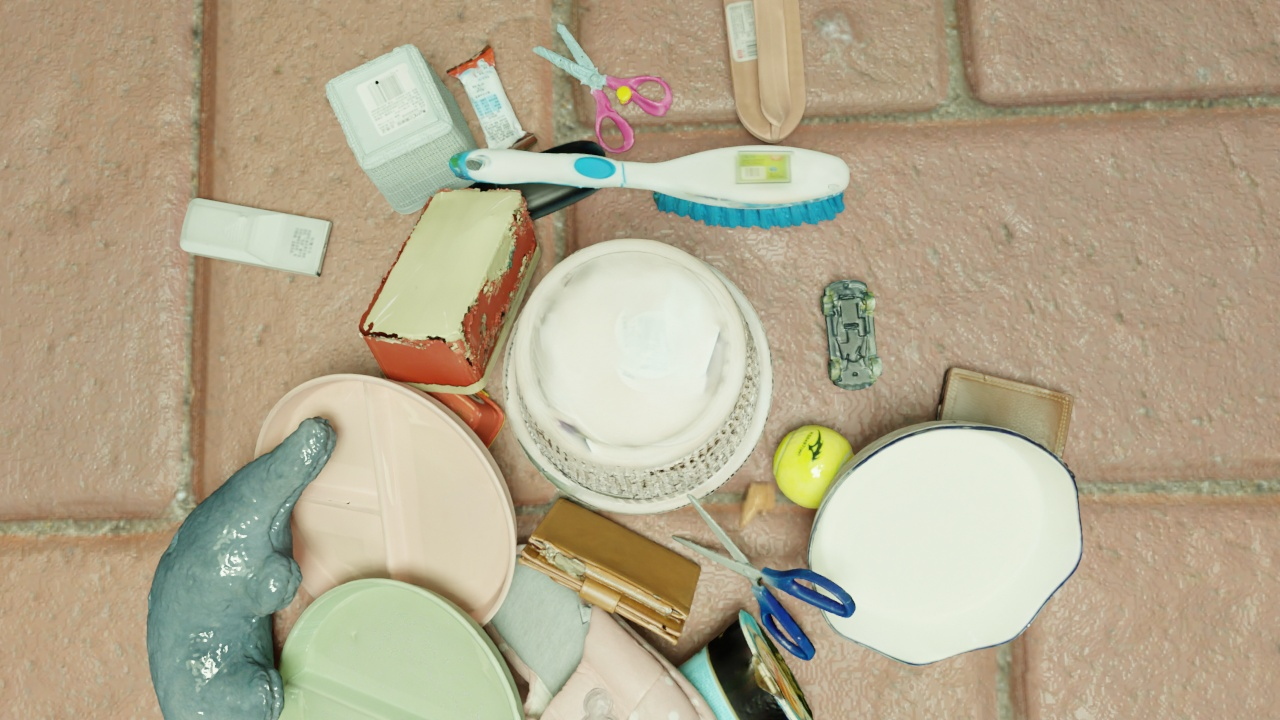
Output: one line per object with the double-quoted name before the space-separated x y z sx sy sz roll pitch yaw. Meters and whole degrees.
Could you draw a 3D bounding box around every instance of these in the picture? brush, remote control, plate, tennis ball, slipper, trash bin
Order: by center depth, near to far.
"slipper" -0.036 0.239 0.666 0.114 0.054 0.274 -50 58 6
"trash bin" -0.004 0.004 0.677 0.227 0.192 0.227 0 84 1
"plate" 0.223 0.133 0.690 0.205 0.045 0.205 -1 112 -3
"plate" -0.182 0.276 0.696 0.230 0.027 0.230 1 94 23
"plate" -0.194 0.115 0.702 0.230 0.028 0.230 7 111 19
"tennis ball" 0.137 0.084 0.725 0.065 0.065 0.065 0 84 2
"brush" 0.014 -0.144 0.733 0.314 0.109 0.060 0 86 2
"brush" 0.104 -0.253 0.761 0.063 0.073 0.145 -4 85 0
"remote control" -0.091 -0.147 0.778 0.136 0.024 0.053 -23 85 0
"remote control" -0.328 -0.106 0.782 0.125 0.024 0.049 10 84 2

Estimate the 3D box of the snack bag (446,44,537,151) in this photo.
"snack bag" -0.128 -0.219 0.787 0.048 0.026 0.104 -29 84 5

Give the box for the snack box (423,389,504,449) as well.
"snack box" -0.166 0.047 0.732 0.091 0.080 0.082 35 86 5

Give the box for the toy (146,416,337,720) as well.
"toy" -0.313 0.201 0.703 0.138 0.091 0.356 15 99 21

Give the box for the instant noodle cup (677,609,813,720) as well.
"instant noodle cup" 0.056 0.268 0.693 0.120 0.111 0.111 -33 84 5

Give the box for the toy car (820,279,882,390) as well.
"toy car" 0.171 -0.020 0.752 0.043 0.034 0.090 -6 86 -2

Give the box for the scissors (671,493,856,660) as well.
"scissors" 0.094 0.168 0.700 0.012 0.163 0.176 -43 110 -31

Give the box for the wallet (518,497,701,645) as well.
"wallet" -0.020 0.157 0.704 0.132 0.107 0.031 25 104 4

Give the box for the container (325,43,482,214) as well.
"container" -0.189 -0.186 0.743 0.090 0.111 0.090 -26 84 -2

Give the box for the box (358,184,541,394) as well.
"box" -0.141 -0.063 0.701 0.091 0.077 0.167 4 49 14

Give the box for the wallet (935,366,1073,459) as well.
"wallet" 0.284 0.073 0.741 0.101 0.032 0.124 13 84 6

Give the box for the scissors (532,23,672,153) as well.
"scissors" -0.043 -0.233 0.794 0.137 0.017 0.093 29 92 9
